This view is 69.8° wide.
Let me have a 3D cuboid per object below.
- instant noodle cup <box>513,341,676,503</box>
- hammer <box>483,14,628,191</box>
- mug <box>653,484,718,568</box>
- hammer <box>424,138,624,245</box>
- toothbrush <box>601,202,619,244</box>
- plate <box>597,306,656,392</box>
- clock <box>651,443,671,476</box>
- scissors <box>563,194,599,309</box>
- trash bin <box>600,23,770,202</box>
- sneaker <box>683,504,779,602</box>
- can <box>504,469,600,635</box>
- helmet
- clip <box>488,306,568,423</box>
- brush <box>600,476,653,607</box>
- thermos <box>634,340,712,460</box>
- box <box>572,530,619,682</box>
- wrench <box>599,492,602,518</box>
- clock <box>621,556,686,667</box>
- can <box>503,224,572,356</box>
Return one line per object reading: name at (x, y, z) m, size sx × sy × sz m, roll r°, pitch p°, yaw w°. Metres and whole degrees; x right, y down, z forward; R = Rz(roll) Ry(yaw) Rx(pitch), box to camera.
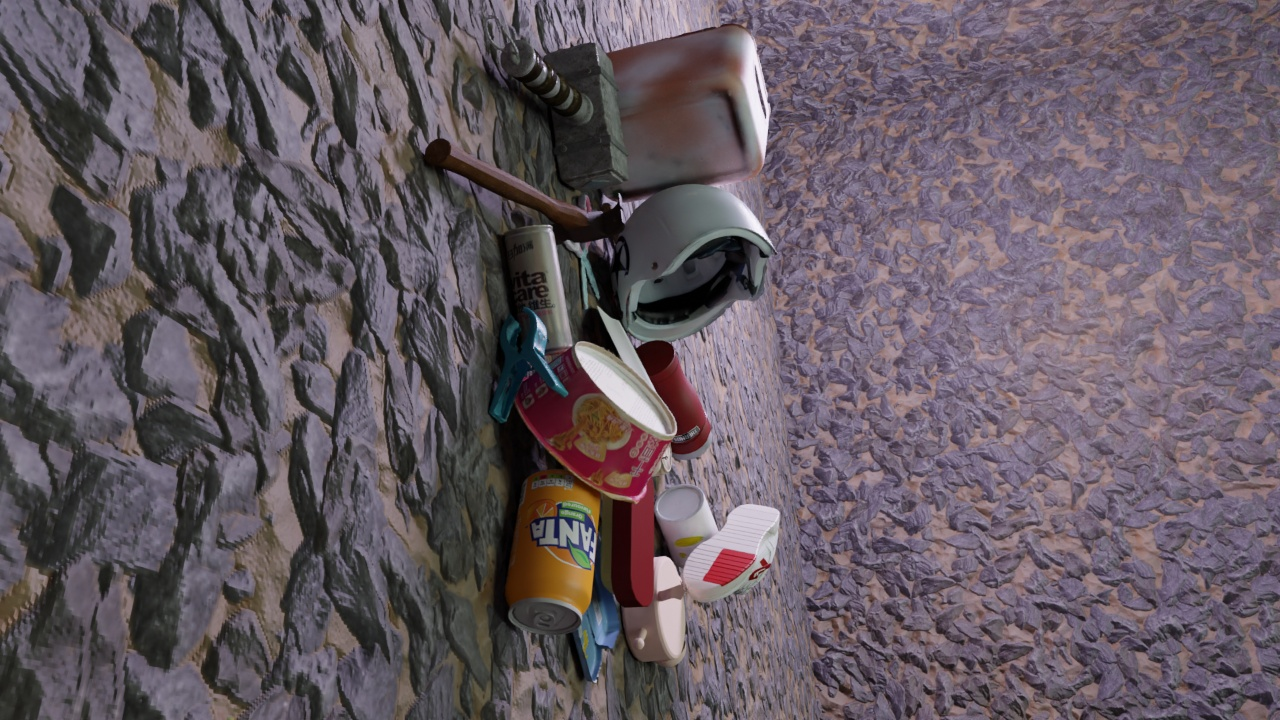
instant noodle cup at (-0.037, 0.053, 0.938) m, size 0.178 × 0.078 × 0.178 m, roll 39°, pitch 14°, yaw -12°
hammer at (-0.101, -0.322, 1.100) m, size 0.326 × 0.080 × 0.177 m, roll 6°, pitch 75°, yaw -74°
mug at (0.072, 0.253, 1.393) m, size 0.082 × 0.083 × 0.106 m, roll -79°, pitch 153°, yaw -53°
hammer at (-0.115, -0.172, 0.964) m, size 0.322 × 0.115 × 0.033 m, roll 13°, pitch 69°, yaw -65°
toothbrush at (-0.029, -0.171, 1.404) m, size 0.016 × 0.016 × 0.167 m, roll -84°, pitch 159°, yaw -46°
plate at (-0.007, 0.007, 1.234) m, size 0.188 × 0.016 × 0.188 m, roll 63°, pitch 1°, yaw -3°
clock at (0.014, 0.130, 1.305) m, size 0.140 × 0.055 × 0.093 m, roll -67°, pitch 145°, yaw -67°
scissors at (-0.082, -0.153, 1.206) m, size 0.173 × 0.014 × 0.170 m, roll 46°, pitch 41°, yaw -68°
trash bin at (0.047, -0.350, 1.335) m, size 0.157 × 0.260 × 0.182 m, roll -79°, pitch 156°, yaw -43°
sneaker at (0.139, 0.309, 1.354) m, size 0.235 × 0.090 × 0.104 m, roll -36°, pitch 127°, yaw -57°
can at (-0.082, 0.178, 0.868) m, size 0.079 × 0.079 × 0.142 m, roll 65°, pitch 21°, yaw -45°
helmet at (0.057, -0.149, 1.338) m, size 0.265 × 0.236 × 0.163 m, roll 109°, pitch -38°, yaw -58°
clip at (-0.123, 0.003, 0.905) m, size 0.027 × 0.104 × 0.120 m, roll 54°, pitch 23°, yaw -48°
brush at (-0.016, 0.202, 1.080) m, size 0.082 × 0.042 × 0.173 m, roll 51°, pitch 35°, yaw -59°
thermos at (0.045, 0.056, 1.420) m, size 0.108 × 0.084 × 0.199 m, roll -108°, pitch 174°, yaw -49°
box at (-0.067, 0.236, 1.015) m, size 0.125 × 0.021 × 0.209 m, roll -48°, pitch 127°, yaw -68°
wrench at (-0.061, 0.125, 1.103) m, size 0.066 × 0.018 × 0.273 m, roll -75°, pitch 153°, yaw -56°
clock at (0.029, 0.325, 1.202) m, size 0.160 × 0.086 × 0.130 m, roll 67°, pitch 19°, yaw -60°
can at (-0.108, -0.072, 0.973) m, size 0.054 × 0.054 × 0.135 m, roll -12°, pitch 93°, yaw -75°
